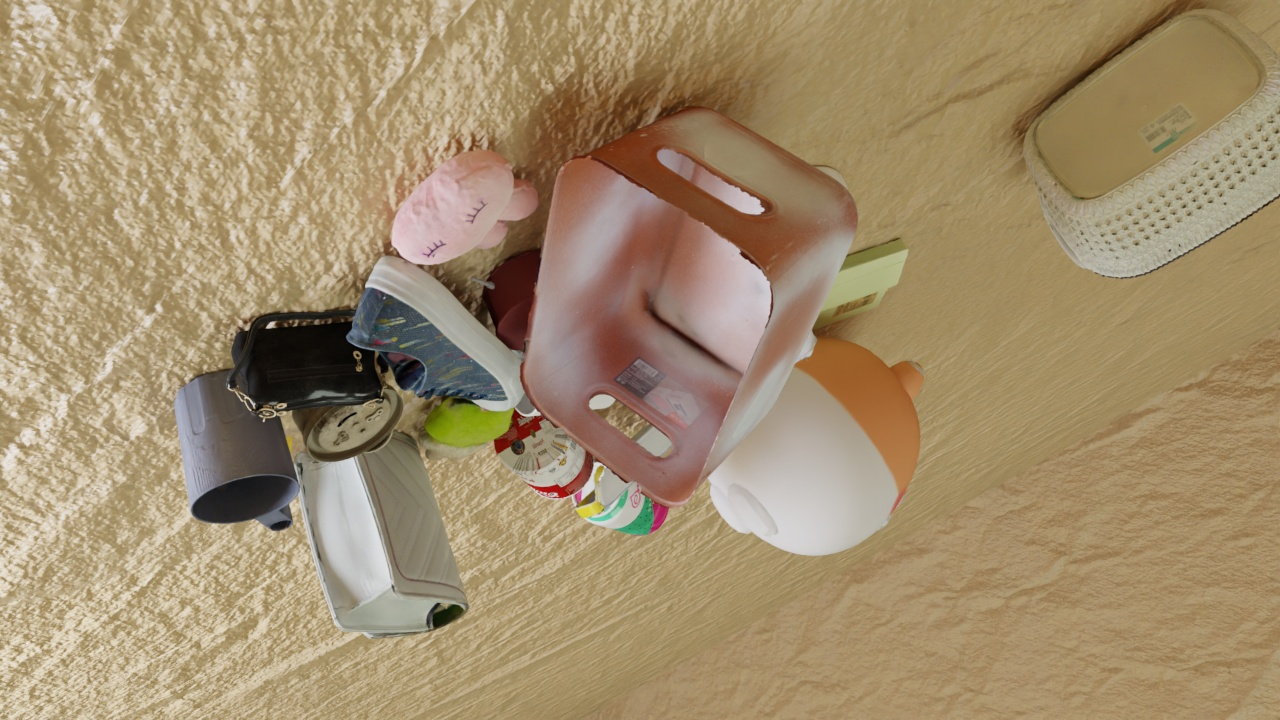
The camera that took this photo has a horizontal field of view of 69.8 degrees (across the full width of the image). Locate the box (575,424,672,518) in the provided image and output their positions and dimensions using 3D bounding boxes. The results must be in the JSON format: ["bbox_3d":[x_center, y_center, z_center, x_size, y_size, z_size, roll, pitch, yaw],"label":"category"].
[{"bbox_3d":[0.006,0.110,1.130,0.209,0.045,0.128,-39,164,-34],"label":"box"}]

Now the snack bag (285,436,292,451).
[{"bbox_3d":[-0.365,0.102,0.901,0.026,0.020,0.099,-3,148,-39],"label":"snack bag"}]

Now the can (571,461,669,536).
[{"bbox_3d":[-0.027,0.194,1.287,0.088,0.088,0.166,-31,154,13],"label":"can"}]

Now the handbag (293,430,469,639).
[{"bbox_3d":[-0.258,0.170,0.921,0.096,0.198,0.142,-33,151,12],"label":"handbag"}]

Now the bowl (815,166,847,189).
[{"bbox_3d":[0.152,-0.126,0.873,0.114,0.050,0.115,-19,154,-10],"label":"bowl"}]

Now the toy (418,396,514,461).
[{"bbox_3d":[-0.189,0.074,0.970,0.092,0.043,0.118,1,146,-35],"label":"toy"}]

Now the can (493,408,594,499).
[{"bbox_3d":[-0.108,0.102,1.044,0.086,0.086,0.116,-25,155,1],"label":"can"}]

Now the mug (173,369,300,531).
[{"bbox_3d":[-0.338,0.081,0.784,0.083,0.104,0.124,-22,155,-7],"label":"mug"}]

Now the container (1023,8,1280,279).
[{"bbox_3d":[0.497,-0.207,0.879,0.252,0.184,0.143,-37,143,27],"label":"container"}]

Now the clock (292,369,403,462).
[{"bbox_3d":[-0.264,0.050,0.843,0.093,0.054,0.141,-38,156,-8],"label":"clock"}]

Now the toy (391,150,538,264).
[{"bbox_3d":[-0.124,-0.110,0.674,0.109,0.053,0.105,-41,165,28],"label":"toy"}]

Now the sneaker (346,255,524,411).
[{"bbox_3d":[-0.167,0.003,0.780,0.079,0.087,0.235,-61,156,-16],"label":"sneaker"}]

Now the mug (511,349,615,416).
[{"bbox_3d":[-0.088,0.018,0.934,0.090,0.073,0.111,-4,174,-36],"label":"mug"}]

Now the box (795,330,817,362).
[{"bbox_3d":[0.098,-0.059,0.834,0.084,0.165,0.094,-28,173,8],"label":"box"}]

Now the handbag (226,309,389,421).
[{"bbox_3d":[-0.263,0.006,0.735,0.128,0.079,0.054,-7,149,-33],"label":"handbag"}]

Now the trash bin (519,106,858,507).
[{"bbox_3d":[0.034,-0.045,0.711,0.157,0.181,0.260,-39,156,-40],"label":"trash bin"}]

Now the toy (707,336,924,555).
[{"bbox_3d":[0.212,0.099,1.115,0.280,0.265,0.263,-38,-177,-15],"label":"toy"}]

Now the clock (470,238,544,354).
[{"bbox_3d":[-0.087,-0.049,0.818,0.096,0.048,0.137,-27,154,6],"label":"clock"}]

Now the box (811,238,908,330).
[{"bbox_3d":[0.211,-0.069,1.066,0.187,0.030,0.139,-18,152,-12],"label":"box"}]
